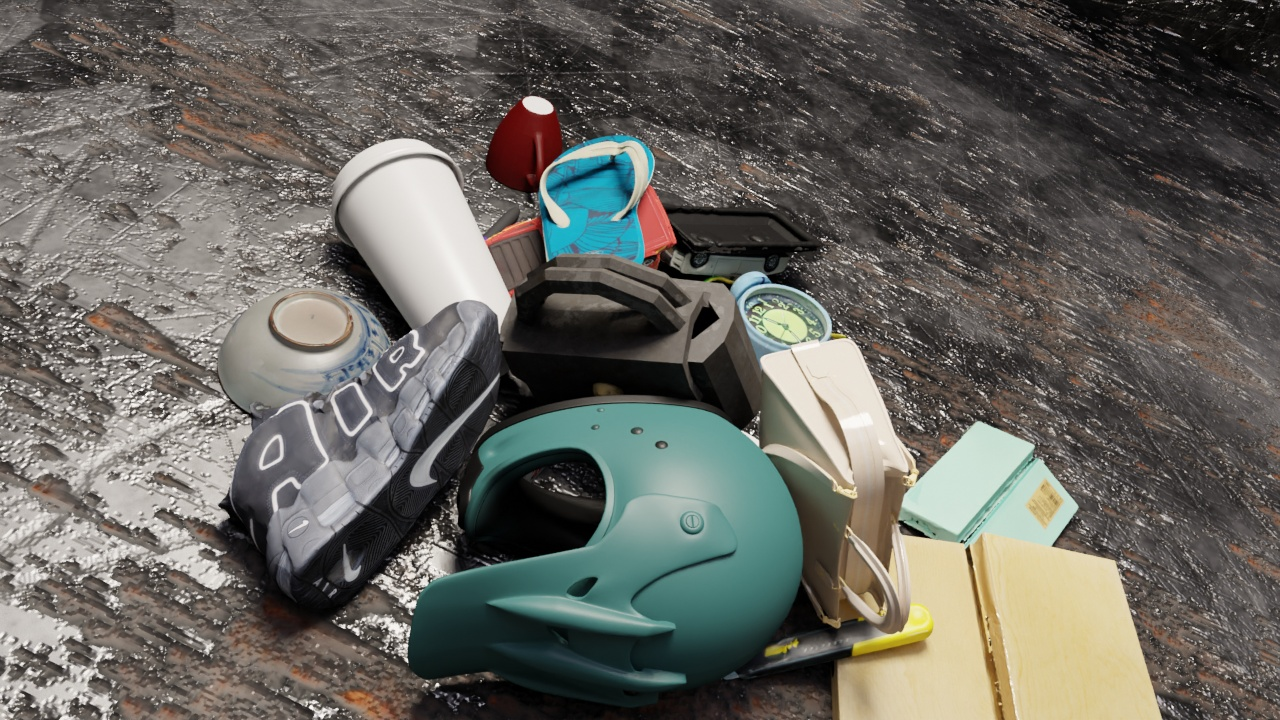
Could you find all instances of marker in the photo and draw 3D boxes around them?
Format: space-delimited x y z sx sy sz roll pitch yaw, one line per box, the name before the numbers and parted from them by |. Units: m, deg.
marker | -0.158 -0.130 0.974 0.015 0.018 0.133 24 40 4

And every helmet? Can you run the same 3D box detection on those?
helmet | -0.019 0.142 0.653 0.274 0.177 0.200 0 42 -9

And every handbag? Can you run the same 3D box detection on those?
handbag | 0.156 0.114 0.698 0.101 0.195 0.197 -12 41 -7
handbag | -0.016 -0.014 0.736 0.198 0.199 0.102 4 60 23

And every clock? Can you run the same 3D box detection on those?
clock | 0.130 -0.035 0.972 0.162 0.060 0.117 30 45 13

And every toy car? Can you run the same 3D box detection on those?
toy car | -0.061 -0.118 0.931 0.189 0.056 0.081 -21 82 -13
toy car | 0.100 -0.125 1.030 0.191 0.071 0.094 -5 36 -38

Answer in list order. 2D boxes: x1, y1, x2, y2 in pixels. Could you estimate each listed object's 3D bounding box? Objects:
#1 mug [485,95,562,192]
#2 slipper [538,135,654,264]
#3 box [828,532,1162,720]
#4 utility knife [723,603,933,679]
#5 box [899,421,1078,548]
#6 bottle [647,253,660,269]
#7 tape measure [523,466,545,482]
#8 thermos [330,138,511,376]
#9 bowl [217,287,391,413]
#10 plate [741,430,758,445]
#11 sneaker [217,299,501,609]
mug | -0.124 -0.246 1.050 0.087 0.089 0.114 1 47 -23
slipper | -0.046 -0.165 0.877 0.118 0.060 0.294 -8 36 5
box | 0.277 0.254 0.731 0.253 0.068 0.246 5 43 4
utility knife | 0.146 0.223 0.720 0.172 0.020 0.028 -13 41 -5
box | 0.349 0.142 0.905 0.139 0.052 0.186 37 45 23
bottle | -0.046 -0.122 0.987 0.134 0.049 0.071 26 62 1
tape measure | -0.089 0.075 0.768 0.020 0.060 0.062 33 47 10
thermos | -0.189 -0.087 0.848 0.131 0.132 0.221 -17 64 -35
bowl | -0.280 -0.017 0.780 0.150 0.057 0.150 12 43 -12
plate | 0.075 0.114 0.833 0.157 0.014 0.156 12 45 -12
sneaker | -0.217 0.045 0.690 0.151 0.097 0.252 26 68 19
